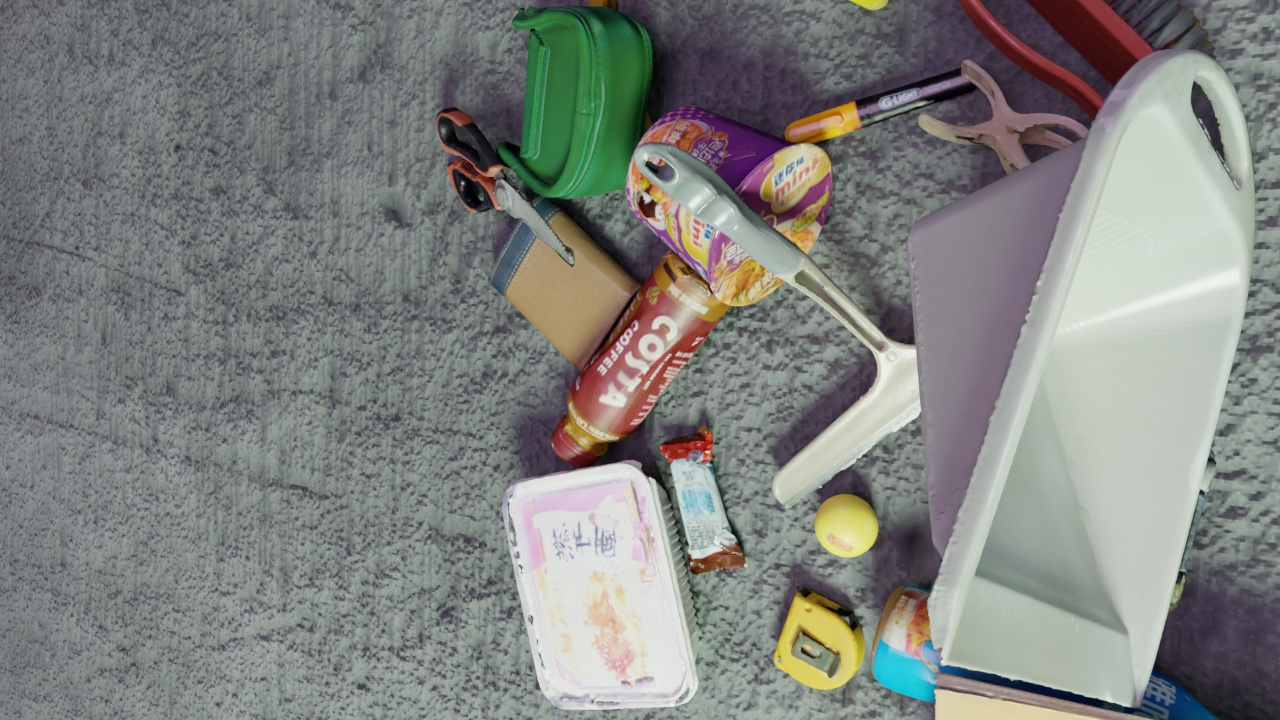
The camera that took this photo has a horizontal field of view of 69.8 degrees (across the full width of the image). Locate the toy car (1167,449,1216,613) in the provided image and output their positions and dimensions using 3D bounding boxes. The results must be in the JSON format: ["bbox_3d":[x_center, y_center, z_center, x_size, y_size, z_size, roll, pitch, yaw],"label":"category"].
[{"bbox_3d":[0.281,0.087,0.507,0.049,0.031,0.105,15,98,30],"label":"toy car"}]

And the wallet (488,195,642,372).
[{"bbox_3d":[-0.058,-0.059,0.701,0.115,0.033,0.090,44,117,20],"label":"wallet"}]

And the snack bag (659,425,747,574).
[{"bbox_3d":[0.043,0.101,0.655,0.045,0.026,0.105,-15,87,22],"label":"snack bag"}]

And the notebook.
[{"bbox_3d":[0.264,0.239,0.487,0.212,0.012,0.150,6,127,23],"label":"notebook"}]

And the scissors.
[{"bbox_3d":[-0.102,-0.115,0.687,0.210,0.015,0.177,64,155,10],"label":"scissors"}]

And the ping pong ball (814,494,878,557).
[{"bbox_3d":[0.133,0.107,0.593,0.040,0.040,0.040,3,95,31],"label":"ping pong ball"}]

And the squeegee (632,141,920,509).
[{"bbox_3d":[0.089,-0.050,0.531,0.246,0.039,0.247,36,118,-23],"label":"squeegee"}]

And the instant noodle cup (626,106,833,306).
[{"bbox_3d":[0.051,-0.106,0.591,0.099,0.111,0.112,38,112,31],"label":"instant noodle cup"}]

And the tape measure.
[{"bbox_3d":[0.120,0.191,0.615,0.057,0.028,0.060,24,106,27],"label":"tape measure"}]

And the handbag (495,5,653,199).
[{"bbox_3d":[-0.055,-0.185,0.655,0.120,0.067,0.131,25,117,39],"label":"handbag"}]

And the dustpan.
[{"bbox_3d":[0.225,0.004,0.411,0.143,0.222,0.257,-25,55,37],"label":"dustpan"}]

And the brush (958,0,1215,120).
[{"bbox_3d":[0.234,-0.183,0.496,0.069,0.063,0.146,-41,75,15],"label":"brush"}]

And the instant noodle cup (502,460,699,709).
[{"bbox_3d":[-0.022,0.163,0.681,0.138,0.060,0.173,-14,86,31],"label":"instant noodle cup"}]

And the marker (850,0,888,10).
[{"bbox_3d":[0.108,-0.257,0.594,0.124,0.015,0.018,38,111,26],"label":"marker"}]

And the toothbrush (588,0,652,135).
[{"bbox_3d":[-0.006,-0.188,0.666,0.016,0.016,0.190,-20,84,32],"label":"toothbrush"}]

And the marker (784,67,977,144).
[{"bbox_3d":[0.149,-0.159,0.576,0.124,0.015,0.018,-12,94,29],"label":"marker"}]

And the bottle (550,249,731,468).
[{"bbox_3d":[-0.004,0.004,0.657,0.057,0.057,0.175,45,115,20],"label":"bottle"}]

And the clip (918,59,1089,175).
[{"bbox_3d":[0.213,-0.128,0.523,0.101,0.035,0.076,38,93,21],"label":"clip"}]

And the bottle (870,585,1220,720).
[{"bbox_3d":[0.244,0.193,0.519,0.219,0.065,0.065,16,102,29],"label":"bottle"}]
